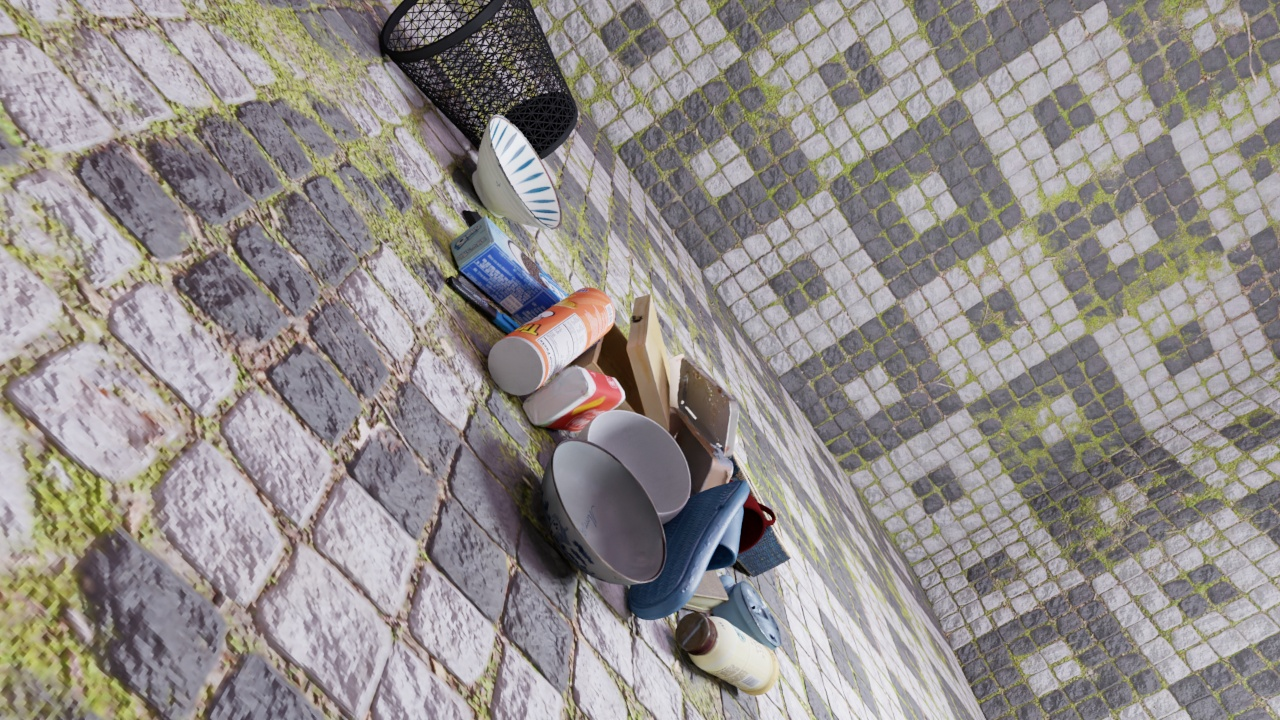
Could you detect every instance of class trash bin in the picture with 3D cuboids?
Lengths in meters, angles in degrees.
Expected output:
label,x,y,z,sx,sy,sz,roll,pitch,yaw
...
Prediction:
label,x,y,z,sx,sy,sz,roll,pitch,yaw
trash bin,-0.220,-0.427,1.356,0.243,0.217,0.216,54,11,-44

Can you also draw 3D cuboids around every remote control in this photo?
label,x,y,z,sx,sy,sz,roll,pitch,yaw
remote control,-0.187,-0.140,1.177,0.124,0.010,0.039,57,12,0

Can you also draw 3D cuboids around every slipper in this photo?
label,x,y,z,sx,sy,sz,roll,pitch,yaw
slipper,0.053,0.198,0.957,0.059,0.104,0.213,59,38,-15

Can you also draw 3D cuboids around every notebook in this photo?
label,x,y,z,sx,sy,sz,roll,pitch,yaw
notebook,0.014,0.185,1.068,0.190,0.034,0.215,34,25,-58

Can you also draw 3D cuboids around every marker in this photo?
label,x,y,z,sx,sy,sz,roll,pitch,yaw
marker,-0.171,-0.058,1.020,0.123,0.015,0.018,42,20,-45

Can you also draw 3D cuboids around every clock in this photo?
label,x,y,z,sx,sy,sz,roll,pitch,yaw
clock,0.124,0.310,1.131,0.088,0.052,0.124,39,20,-50

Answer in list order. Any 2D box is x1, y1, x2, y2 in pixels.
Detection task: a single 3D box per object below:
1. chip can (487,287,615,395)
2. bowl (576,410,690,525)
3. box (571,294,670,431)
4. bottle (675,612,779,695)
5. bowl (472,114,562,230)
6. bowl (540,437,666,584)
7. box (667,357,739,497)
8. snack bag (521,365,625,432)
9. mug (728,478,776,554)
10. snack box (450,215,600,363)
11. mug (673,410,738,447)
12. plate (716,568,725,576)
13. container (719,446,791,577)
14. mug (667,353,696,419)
label,x,y,z,sx,sy,sz,roll,pitch,yaw
chip can,-0.092,-0.026,1.015,0.062,0.062,0.209,55,26,-5
bowl,-0.017,0.124,0.983,0.131,0.065,0.131,24,41,-22
box,-0.004,0.008,1.247,0.140,0.123,0.248,49,14,-12
bottle,0.093,0.314,0.987,0.162,0.056,0.056,44,17,-45
bowl,-0.187,-0.249,1.291,0.177,0.071,0.177,54,20,-30
bowl,-0.046,0.149,0.853,0.150,0.057,0.150,41,25,-25
box,0.072,0.090,1.202,0.058,0.154,0.216,15,11,-17
snack bag,-0.070,0.044,1.001,0.036,0.077,0.116,58,12,17
mug,0.122,0.194,1.202,0.114,0.087,0.088,8,30,-17
snack box,-0.136,-0.081,1.116,0.226,0.059,0.059,44,14,-45
mug,0.078,0.111,1.354,0.122,0.097,0.081,47,16,-38
plate,0.075,0.223,1.240,0.173,0.019,0.172,53,13,-18
container,0.144,0.222,1.330,0.145,0.071,0.187,63,4,29
mug,0.044,0.055,1.435,0.104,0.085,0.112,67,-16,3
